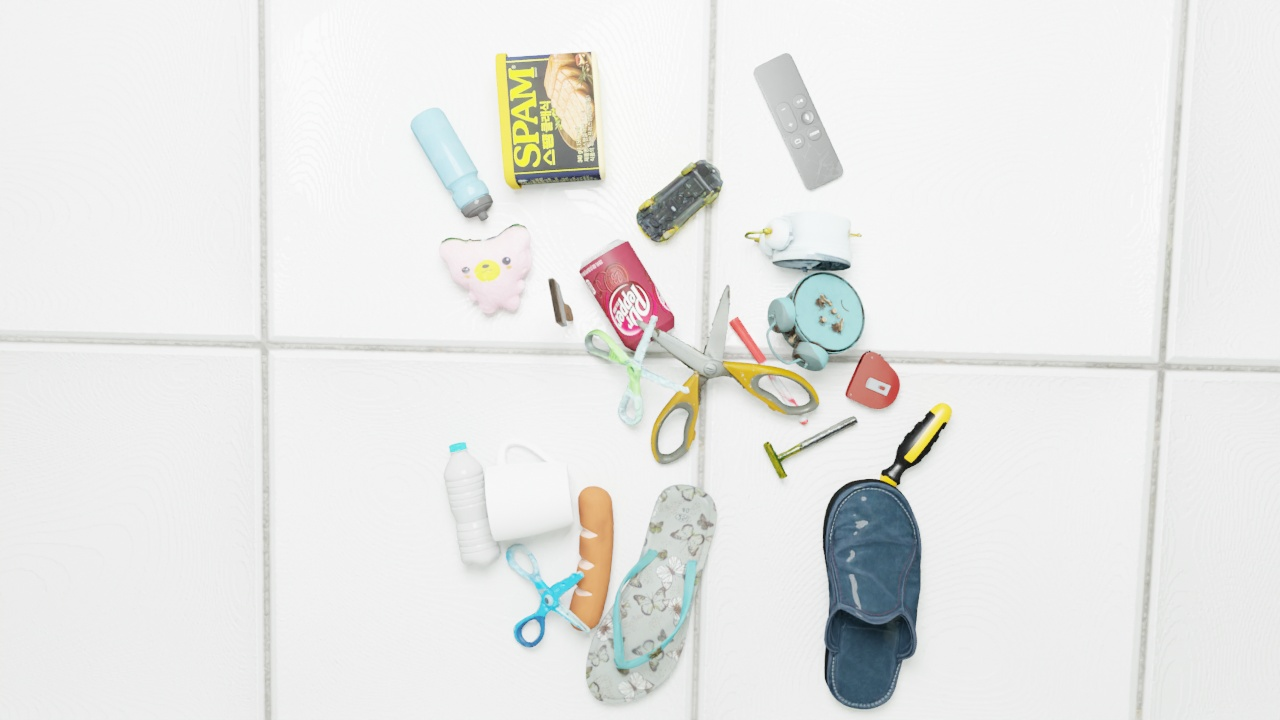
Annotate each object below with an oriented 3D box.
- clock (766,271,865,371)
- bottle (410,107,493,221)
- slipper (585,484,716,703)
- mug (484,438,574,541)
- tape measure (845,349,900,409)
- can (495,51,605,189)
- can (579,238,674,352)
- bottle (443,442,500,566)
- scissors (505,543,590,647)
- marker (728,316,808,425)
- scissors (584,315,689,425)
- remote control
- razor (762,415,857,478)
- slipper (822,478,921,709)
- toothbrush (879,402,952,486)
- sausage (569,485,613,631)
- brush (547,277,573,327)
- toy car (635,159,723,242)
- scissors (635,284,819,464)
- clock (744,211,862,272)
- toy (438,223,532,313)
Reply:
[{"bbox_3d":[0.180,-0.039,0.969,0.124,0.053,0.090,-34,90,-25],"label":"clock"},{"bbox_3d":[-0.202,-0.210,1.000,0.040,0.040,0.130,-30,93,4],"label":"bottle"},{"bbox_3d":[0.020,0.270,1.022,0.098,0.054,0.269,23,93,-2],"label":"slipper"},{"bbox_3d":[-0.122,0.137,1.012,0.087,0.081,0.114,-8,63,-3],"label":"mug"},{"bbox_3d":[0.260,0.023,1.008,0.051,0.019,0.059,23,95,1],"label":"tape measure"},{"bbox_3d":[-0.093,-0.256,0.976,0.104,0.075,0.135,-4,94,0],"label":"can"},{"bbox_3d":[-0.014,-0.070,0.991,0.063,0.063,0.114,-31,92,4],"label":"can"},{"bbox_3d":[-0.191,0.159,1.026,0.044,0.044,0.136,-11,94,3],"label":"bottle"},{"bbox_3d":[-0.111,0.271,1.029,0.134,0.011,0.140,33,111,22],"label":"scissors"},{"bbox_3d":[0.143,0.012,1.016,0.013,0.013,0.142,-35,92,4],"label":"marker"},{"bbox_3d":[-0.003,0.014,0.971,0.024,0.171,0.166,-20,120,-32],"label":"scissors"},{"bbox_3d":[0.172,-0.259,0.996,0.045,0.008,0.146,-25,93,4],"label":"remote control"},{"bbox_3d":[0.192,0.089,1.016,0.106,0.026,0.042,-27,91,0],"label":"razor"},{"bbox_3d":[0.253,0.263,0.989,0.109,0.083,0.265,2,98,0],"label":"slipper"},{"bbox_3d":[0.278,0.127,1.013,0.031,0.031,0.197,36,100,3],"label":"toothbrush"},{"bbox_3d":[-0.054,0.222,1.026,0.044,0.039,0.164,4,96,-16],"label":"sausage"},{"bbox_3d":[-0.080,-0.053,0.955,0.008,0.143,0.045,-11,85,2],"label":"brush"},{"bbox_3d":[0.043,-0.173,0.997,0.107,0.030,0.049,-39,91,7],"label":"toy car"},{"bbox_3d":[0.078,0.030,0.989,0.225,0.016,0.230,28,113,-15],"label":"scissors"},{"bbox_3d":[0.168,-0.125,0.970,0.117,0.083,0.057,5,89,-2],"label":"clock"},{"bbox_3d":[-0.164,-0.098,1.002,0.102,0.050,0.093,-8,99,6],"label":"toy"}]
